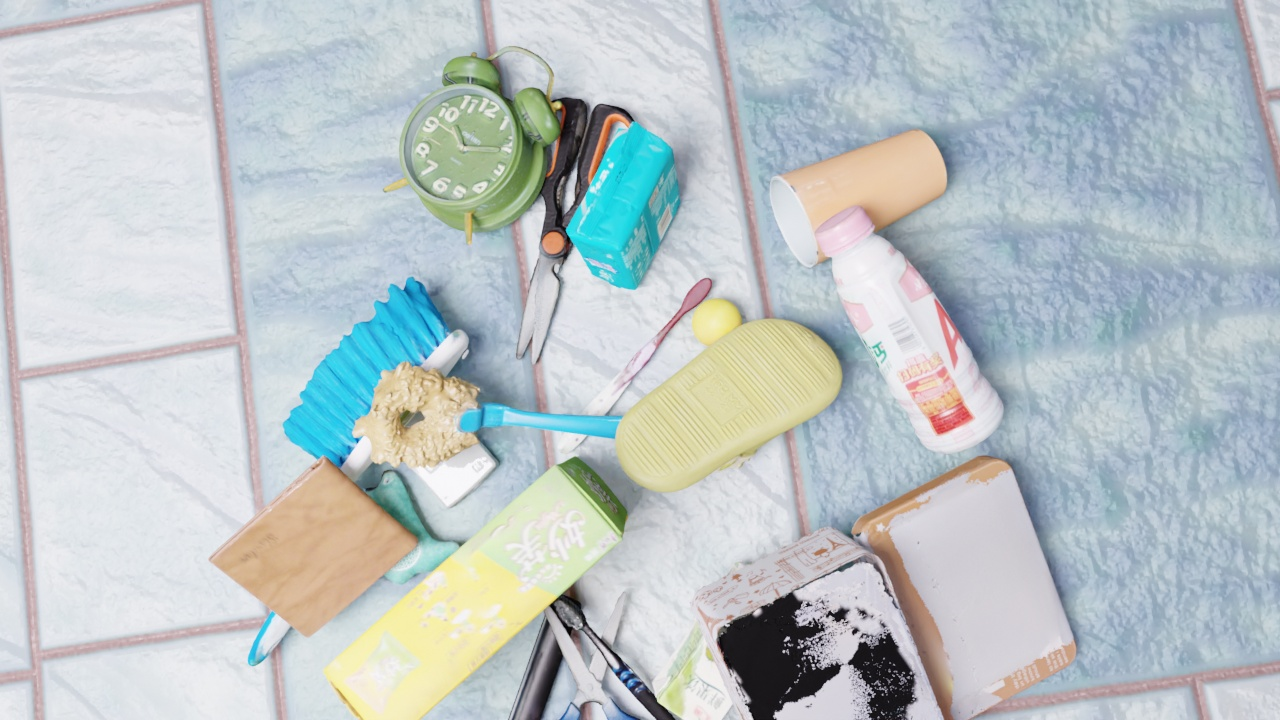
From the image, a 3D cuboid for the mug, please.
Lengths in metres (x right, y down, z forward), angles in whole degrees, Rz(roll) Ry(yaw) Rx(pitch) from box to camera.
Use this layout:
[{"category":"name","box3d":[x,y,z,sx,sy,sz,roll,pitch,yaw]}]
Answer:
[{"category":"mug","box3d":[0.174,-0.133,0.729,0.122,0.078,0.078,-24,83,-5]}]

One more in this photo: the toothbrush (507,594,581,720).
[{"category":"toothbrush","box3d":[-0.095,0.288,0.721,0.027,0.026,0.212,18,86,35]}]

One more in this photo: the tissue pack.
[{"category":"tissue pack","box3d":[-0.011,-0.114,0.705,0.050,0.133,0.093,25,82,9]}]

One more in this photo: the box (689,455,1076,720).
[{"category":"box","box3d":[0.187,0.198,0.665,0.259,0.082,0.177,-24,98,-9]}]

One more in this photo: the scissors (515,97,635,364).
[{"category":"scissors","box3d":[-0.080,-0.113,0.770,0.148,0.021,0.235,36,92,14]}]

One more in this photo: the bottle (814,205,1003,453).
[{"category":"bottle","box3d":[0.197,-0.024,0.689,0.068,0.068,0.197,-35,101,-1]}]

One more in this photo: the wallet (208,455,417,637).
[{"category":"wallet","box3d":[-0.244,0.142,0.690,0.115,0.020,0.101,-42,114,-3]}]

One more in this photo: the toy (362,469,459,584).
[{"category":"toy","box3d":[-0.202,0.137,0.742,0.096,0.030,0.092,-28,75,7]}]

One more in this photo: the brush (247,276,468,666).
[{"category":"brush","box3d":[-0.242,0.086,0.719,0.109,0.060,0.314,40,90,3]}]

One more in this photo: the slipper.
[{"category":"slipper","box3d":[0.065,0.040,0.713,0.190,0.082,0.091,-30,70,-16]}]

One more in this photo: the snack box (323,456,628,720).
[{"category":"snack box","box3d":[-0.108,0.163,0.668,0.210,0.158,0.070,-42,87,-2]}]

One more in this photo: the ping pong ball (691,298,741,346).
[{"category":"ping pong ball","box3d":[0.061,-0.030,0.738,0.040,0.040,0.040,0,84,3]}]

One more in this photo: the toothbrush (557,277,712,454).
[{"category":"toothbrush","box3d":[-0.004,0.004,0.752,0.016,0.017,0.187,41,90,4]}]

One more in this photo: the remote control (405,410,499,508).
[{"category":"remote control","box3d":[-0.179,0.055,0.753,0.056,0.019,0.135,-43,83,-2]}]

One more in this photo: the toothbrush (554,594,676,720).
[{"category":"toothbrush","box3d":[-0.003,0.251,0.704,0.014,0.016,0.189,-41,93,-4]}]

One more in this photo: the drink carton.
[{"category":"drink carton","box3d":[0.064,0.220,0.708,0.053,0.045,0.122,35,89,-7]}]

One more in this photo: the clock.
[{"category":"clock","box3d":[-0.130,-0.182,0.749,0.116,0.056,0.161,32,91,13]}]

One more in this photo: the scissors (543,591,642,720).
[{"category":"scissors","box3d":[-0.039,0.268,0.711,0.162,0.012,0.174,40,82,-5]}]

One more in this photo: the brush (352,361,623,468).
[{"category":"brush","box3d":[-0.087,0.048,0.704,0.254,0.046,0.083,4,100,-17]}]
